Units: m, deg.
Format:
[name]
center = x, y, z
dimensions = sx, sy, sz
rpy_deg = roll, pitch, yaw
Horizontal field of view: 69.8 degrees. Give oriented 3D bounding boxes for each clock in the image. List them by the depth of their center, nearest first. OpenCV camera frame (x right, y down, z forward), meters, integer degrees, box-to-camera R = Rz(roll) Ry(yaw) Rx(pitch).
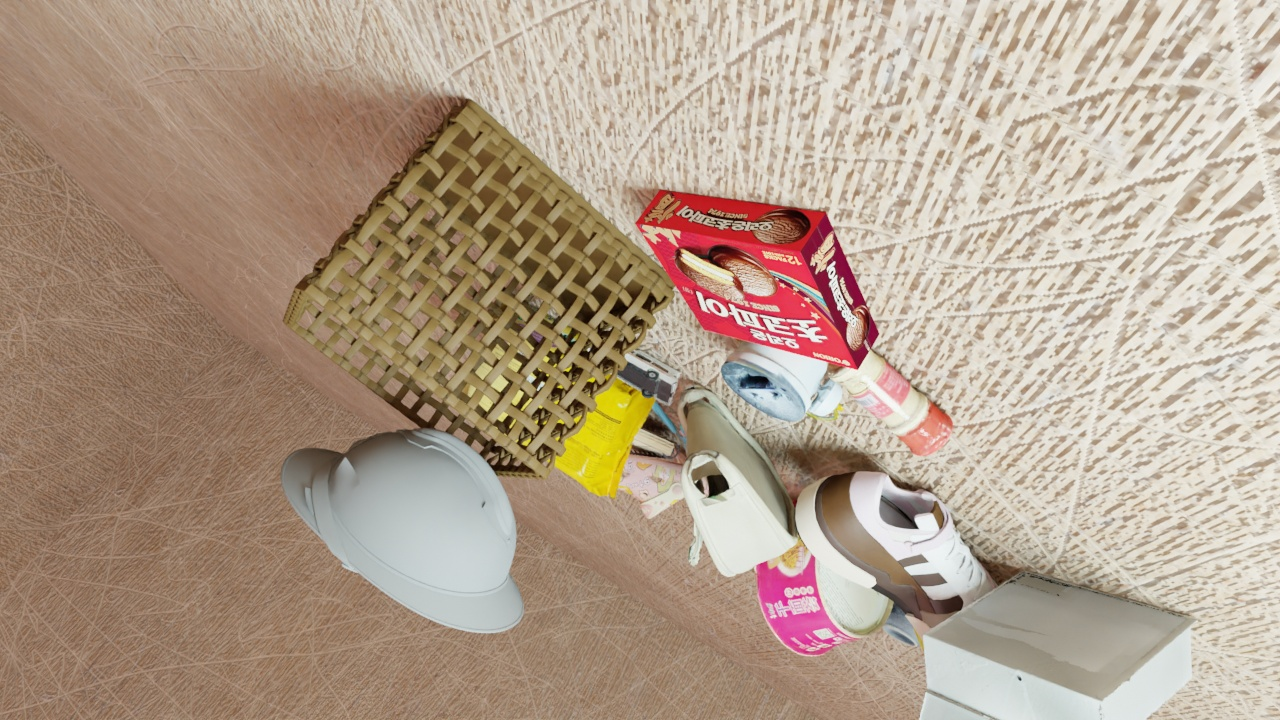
[clock]
center = 0.126, 0.019, 0.800
dimensions = 0.117, 0.057, 0.083
rpy_deg = 43, 159, -22

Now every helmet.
[helmet]
center = -0.194, 0.121, 0.846
dimensions = 0.271, 0.118, 0.183
rpy_deg = 36, -167, 14

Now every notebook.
[notebook]
center = -0.057, 0.092, 1.258
dimensions = 0.167, 0.024, 0.226
rpy_deg = 25, 168, -18

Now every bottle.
[bottle]
center = 0.198, 0.029, 0.727
dimensions = 0.109, 0.044, 0.044
rpy_deg = 40, 161, -13

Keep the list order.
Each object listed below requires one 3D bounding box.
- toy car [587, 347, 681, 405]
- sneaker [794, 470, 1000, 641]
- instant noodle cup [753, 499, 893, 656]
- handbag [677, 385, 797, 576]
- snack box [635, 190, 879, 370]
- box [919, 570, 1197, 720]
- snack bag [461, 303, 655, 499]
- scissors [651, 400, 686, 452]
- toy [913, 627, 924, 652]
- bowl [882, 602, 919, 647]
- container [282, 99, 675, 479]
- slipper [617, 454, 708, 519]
[toy car]
center = -0.006, 0.006, 1.024
dimensions = 0.113, 0.038, 0.039
rpy_deg = 30, 137, 18
[sneaker]
center = 0.299, 0.199, 0.909
dimensions = 0.294, 0.111, 0.117
rpy_deg = 39, 141, -10
[instant noodle cup]
center = 0.218, 0.243, 1.039
dimensions = 0.178, 0.178, 0.078
rpy_deg = 43, 144, -23
[handbag]
center = 0.074, 0.139, 0.956
dimensions = 0.184, 0.132, 0.229
rpy_deg = 59, -173, -16
[snack box]
center = 0.089, -0.062, 0.699
dimensions = 0.152, 0.035, 0.133
rpy_deg = 17, 154, 42
[box]
center = 0.333, 0.342, 0.790
dimensions = 0.164, 0.329, 0.167
rpy_deg = 31, 167, -33
[snack bag]
center = -0.105, 0.043, 1.098
dimensions = 0.247, 0.160, 0.068
rpy_deg = 29, -160, 17
[scissors]
center = 0.042, 0.085, 1.130
dimensions = 0.129, 0.015, 0.135
rpy_deg = 47, 165, 20
[toy]
center = 0.348, 0.291, 1.034
dimensions = 0.207, 0.092, 0.133
rpy_deg = 46, -164, -12
[bowl]
center = 0.349, 0.336, 1.192
dimensions = 0.110, 0.055, 0.110
rpy_deg = 31, 160, 12
[container]
center = -0.154, -0.052, 0.859
dimensions = 0.251, 0.213, 0.220
rpy_deg = 40, 161, -15
[slipper]
center = 0.025, 0.171, 1.217
dimensions = 0.197, 0.081, 0.093
rpy_deg = 8, 171, 5
